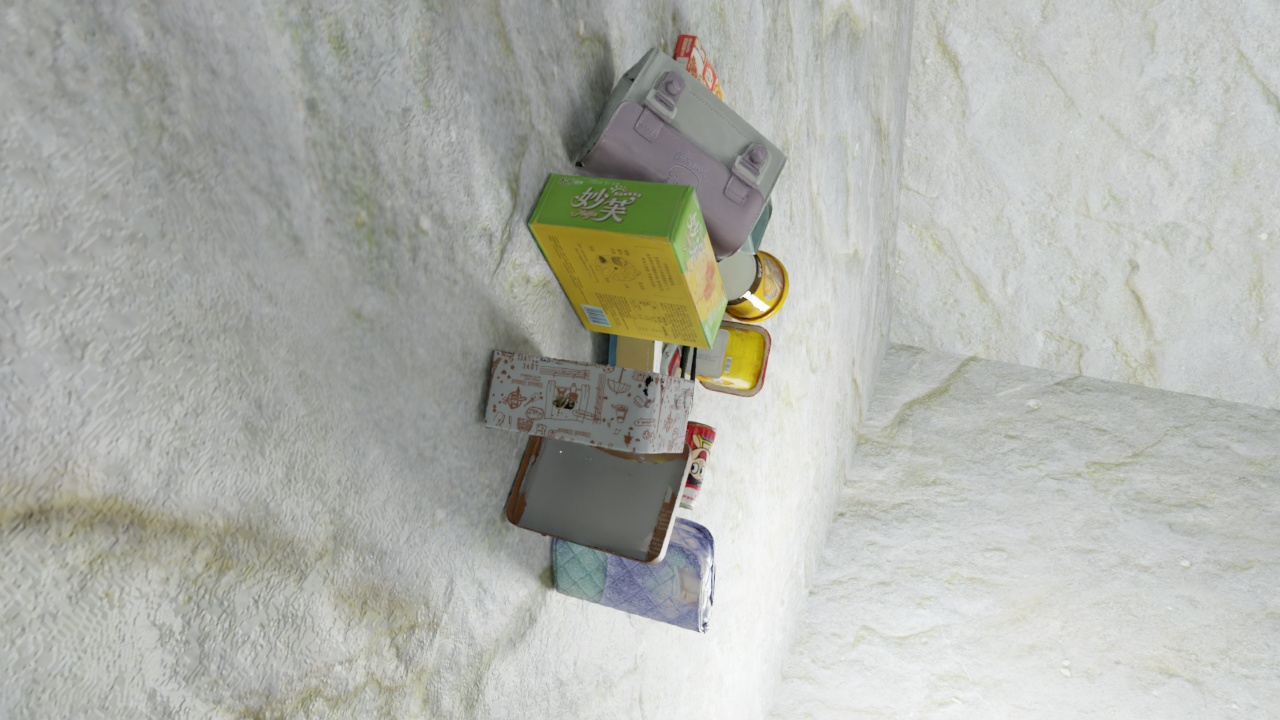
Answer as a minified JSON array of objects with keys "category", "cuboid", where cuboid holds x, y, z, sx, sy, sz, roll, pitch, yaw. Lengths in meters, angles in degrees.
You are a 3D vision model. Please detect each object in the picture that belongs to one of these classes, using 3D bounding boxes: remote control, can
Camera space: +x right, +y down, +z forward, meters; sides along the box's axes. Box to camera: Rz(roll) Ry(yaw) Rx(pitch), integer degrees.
[{"category":"remote control","cuboid":[0.051,0.034,1.361,0.136,0.020,0.055,76,32,-48]},{"category":"can","cuboid":[0.078,0.166,1.453,0.053,0.053,0.132,48,56,-64]}]

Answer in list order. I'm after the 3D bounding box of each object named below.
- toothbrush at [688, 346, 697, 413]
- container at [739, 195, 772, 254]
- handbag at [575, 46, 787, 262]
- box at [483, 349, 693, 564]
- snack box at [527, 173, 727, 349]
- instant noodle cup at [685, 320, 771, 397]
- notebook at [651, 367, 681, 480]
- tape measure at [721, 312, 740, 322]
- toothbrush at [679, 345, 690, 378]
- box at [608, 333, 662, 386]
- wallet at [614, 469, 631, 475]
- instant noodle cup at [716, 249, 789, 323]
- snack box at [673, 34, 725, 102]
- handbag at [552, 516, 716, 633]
[{"category":"toothbrush","cuboid":[0.081,0.012,1.355,0.015,0.018,0.181,-74,172,-49]},{"category":"container","cuboid":[0.114,-0.211,1.268,0.090,0.111,0.089,68,39,-54]},{"category":"handbag","cuboid":[0.047,-0.217,0.987,0.197,0.099,0.144,33,70,-19]},{"category":"box","cuboid":[-0.057,0.099,0.911,0.156,0.183,0.193,17,82,-68]},{"category":"snack box","cuboid":[-0.005,-0.099,0.961,0.210,0.158,0.069,64,41,-57]},{"category":"instant noodle cup","cuboid":[0.126,-0.007,1.422,0.123,0.116,0.116,10,91,-57]},{"category":"notebook","cuboid":[0.025,0.122,1.282,0.212,0.012,0.149,94,15,-60]},{"category":"tape measure","cuboid":[0.150,-0.087,1.531,0.065,0.034,0.066,-46,140,-55]},{"category":"toothbrush","cuboid":[0.072,-0.032,1.338,0.012,0.017,0.185,-16,-119,65]},{"category":"box","cuboid":[-0.007,0.007,1.125,0.089,0.060,0.184,-62,154,-73]},{"category":"wallet","cuboid":[-0.031,0.149,1.221,0.115,0.020,0.101,-39,135,-55]},{"category":"instant noodle cup","cuboid":[0.157,-0.125,1.427,0.114,0.119,0.118,16,86,-60]},{"category":"snack box","cuboid":[0.075,-0.356,1.213,0.153,0.025,0.075,37,67,-67]},{"category":"handbag","cuboid":[-0.005,0.240,1.087,0.075,0.194,0.134,-42,139,-57]}]
